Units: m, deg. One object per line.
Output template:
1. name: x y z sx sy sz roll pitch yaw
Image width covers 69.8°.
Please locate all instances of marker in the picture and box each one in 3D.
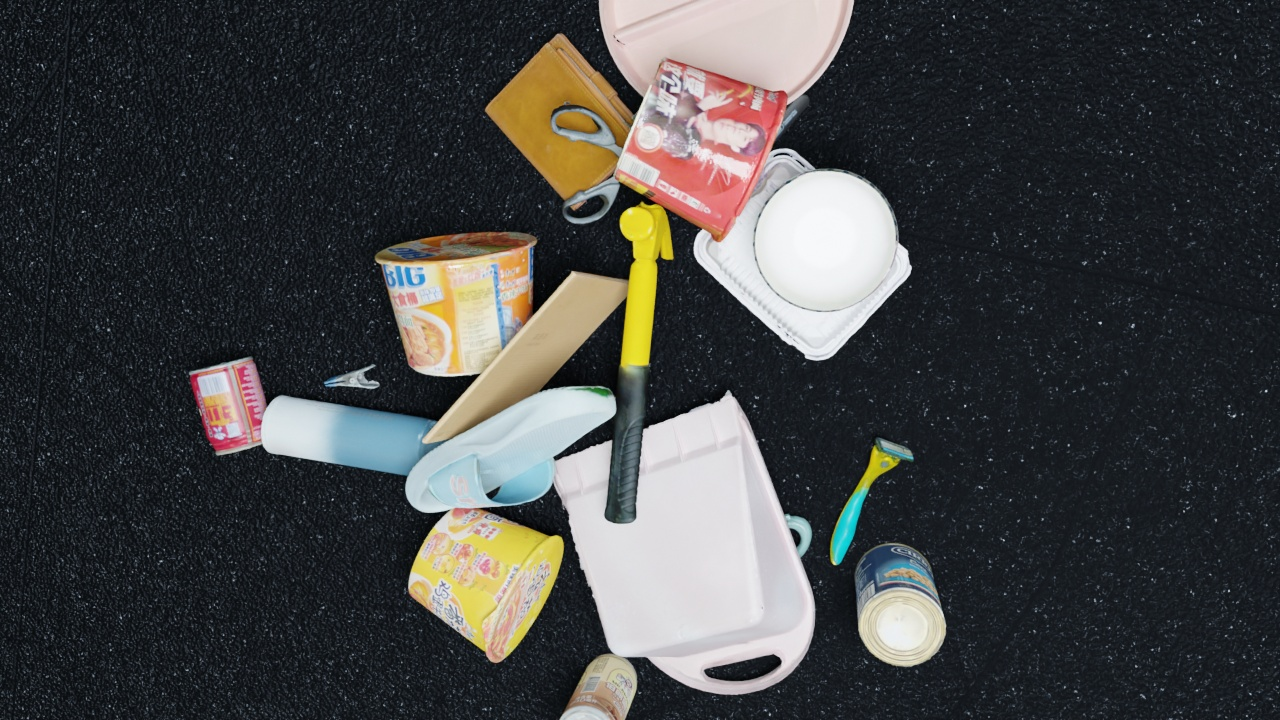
1. marker: 0.111 -0.197 0.851 0.018 0.015 0.124 34 105 -35

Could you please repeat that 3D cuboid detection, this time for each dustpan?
1. dustpan: 0.052 0.199 0.925 0.223 0.138 0.273 -19 69 26

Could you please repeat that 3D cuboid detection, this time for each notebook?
1. notebook: -0.102 -0.002 0.865 0.212 0.149 0.012 -46 77 15

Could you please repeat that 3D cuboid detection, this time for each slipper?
1. slipper: -0.116 0.095 0.852 0.246 0.103 0.074 -31 68 33

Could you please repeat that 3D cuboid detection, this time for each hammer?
1. hammer: -0.005 0.005 0.853 0.033 0.128 0.301 8 100 10

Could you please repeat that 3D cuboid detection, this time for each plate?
1. plate: 0.076 -0.330 0.830 0.230 0.028 0.229 2 100 11

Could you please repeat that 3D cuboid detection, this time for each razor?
1. razor: 0.214 0.138 0.885 0.043 0.028 0.133 18 103 -24

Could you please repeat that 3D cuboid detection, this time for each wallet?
1. wallet: -0.066 -0.231 0.874 0.119 0.035 0.130 -41 91 16

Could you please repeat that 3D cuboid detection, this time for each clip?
1. clip: -0.307 0.021 0.979 0.056 0.024 0.027 -8 102 7

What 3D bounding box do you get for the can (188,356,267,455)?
1. can: -0.439 0.049 0.988 0.066 0.066 0.094 -12 97 14

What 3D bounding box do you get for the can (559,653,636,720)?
1. can: -0.042 0.350 0.932 0.058 0.116 0.058 2 99 11

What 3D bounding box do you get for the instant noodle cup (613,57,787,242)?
1. instant noodle cup: 0.047 -0.183 0.774 0.108 0.137 0.138 23 104 -5

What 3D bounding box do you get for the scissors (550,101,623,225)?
1. scissors: -0.008 -0.188 0.852 0.181 0.014 0.159 -34 121 18

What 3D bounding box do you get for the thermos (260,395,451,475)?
1. thermos: -0.283 0.081 0.962 0.220 0.070 0.070 7 101 11

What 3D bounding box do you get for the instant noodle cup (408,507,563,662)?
1. instant noodle cup: -0.159 0.216 0.929 0.110 0.137 0.138 25 104 15

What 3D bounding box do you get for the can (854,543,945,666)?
1. can: 0.239 0.225 0.853 0.075 0.111 0.075 2 100 11

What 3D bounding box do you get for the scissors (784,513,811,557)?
1. scissors: 0.079 0.147 0.921 0.170 0.019 0.181 -12 99 17

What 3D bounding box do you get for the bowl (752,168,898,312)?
1. bowl: 0.156 -0.102 0.773 0.116 0.066 0.116 2 101 13

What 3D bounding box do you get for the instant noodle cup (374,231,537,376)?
1. instant noodle cup: -0.168 -0.056 0.877 0.151 0.151 0.111 0 108 12

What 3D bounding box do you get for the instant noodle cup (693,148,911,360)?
1. instant noodle cup: 0.145 -0.094 0.843 0.173 0.060 0.138 43 106 3
